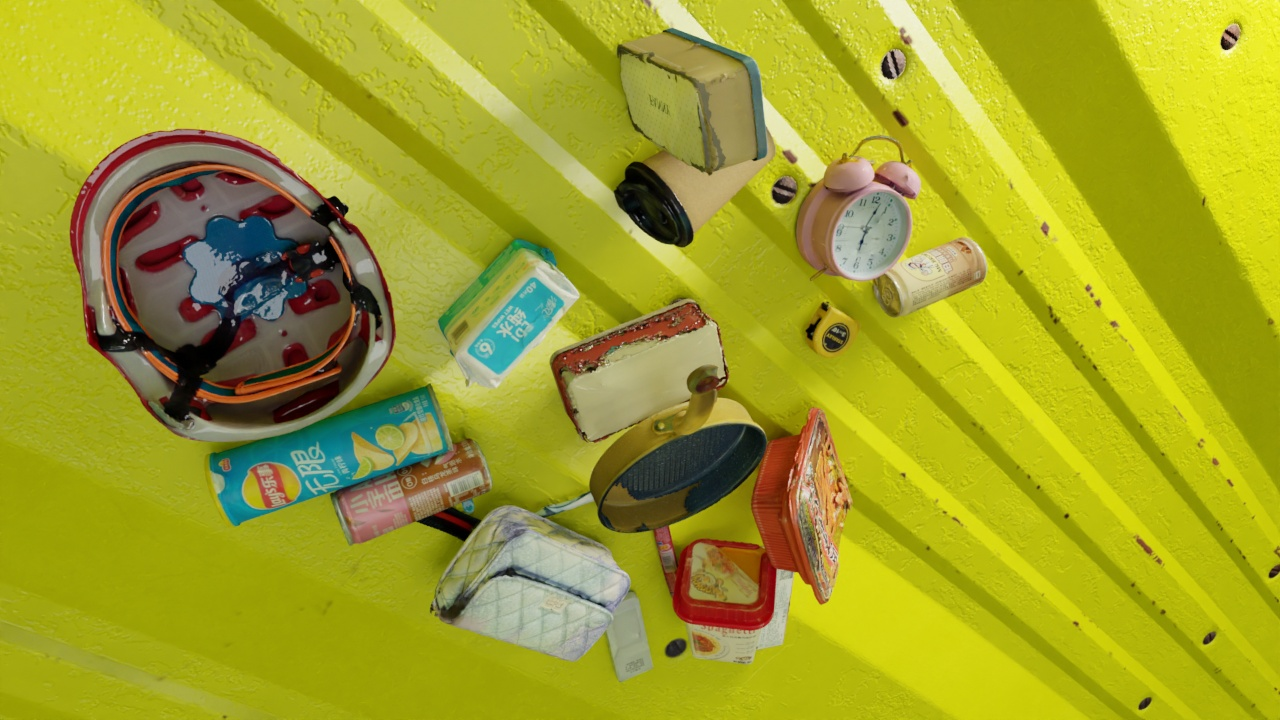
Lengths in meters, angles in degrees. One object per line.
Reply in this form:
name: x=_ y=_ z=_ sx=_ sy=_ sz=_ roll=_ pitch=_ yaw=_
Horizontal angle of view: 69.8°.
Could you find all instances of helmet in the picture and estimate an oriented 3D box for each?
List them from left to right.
helmet: x=-0.318 y=-0.064 z=0.730 sx=0.207 sy=0.144 sz=0.240 roll=-29 pitch=108 yaw=-8

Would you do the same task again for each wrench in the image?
wrench: x=-0.178 y=0.190 z=0.987 sx=0.056 sy=0.016 sz=0.273 roll=-50 pitch=123 yaw=0

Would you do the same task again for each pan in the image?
pan: x=0.044 y=0.083 z=0.905 sx=0.197 sy=0.078 sz=0.358 roll=-22 pitch=148 yaw=-12

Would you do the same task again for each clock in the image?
clock: x=0.232 y=-0.157 z=0.963 sx=0.117 sy=0.060 sz=0.159 roll=2 pitch=112 yaw=-25

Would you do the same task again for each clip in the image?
clip: x=-0.185 y=0.129 z=0.950 sx=0.013 sy=0.033 sz=0.054 roll=-19 pitch=107 yaw=-17

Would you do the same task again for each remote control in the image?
remote control: x=-0.017 y=0.340 z=1.126 sx=0.049 sy=0.024 sz=0.125 roll=-18 pitch=121 yaw=-13

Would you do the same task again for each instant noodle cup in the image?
instant noodle cup: x=0.101 y=0.292 z=1.094 sx=0.116 sy=0.116 sz=0.124 roll=4 pitch=130 yaw=9
instant noodle cup: x=0.187 y=0.164 z=1.061 sx=0.079 sy=0.188 sz=0.165 roll=-5 pitch=125 yaw=26

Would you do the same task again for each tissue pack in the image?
tissue pack: x=-0.124 y=-0.043 z=0.850 sx=0.140 sy=0.090 sz=0.063 roll=-47 pitch=123 yaw=3

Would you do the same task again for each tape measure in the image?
tape measure: x=0.214 y=-0.033 z=1.035 sx=0.060 sy=0.029 sz=0.057 roll=23 pitch=103 yaw=-31

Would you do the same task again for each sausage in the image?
sausage: x=0.034 y=0.241 z=1.101 sx=0.020 sy=0.020 sz=0.156 roll=-21 pitch=121 yaw=-13

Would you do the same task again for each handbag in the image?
handbag: x=-0.110 y=0.244 z=0.981 sx=0.193 sy=0.075 sz=0.134 roll=32 pitch=98 yaw=-39

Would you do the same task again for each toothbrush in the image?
toothbrush: x=-0.095 y=0.159 z=0.999 sx=0.191 sy=0.016 sz=0.018 roll=-16 pitch=103 yaw=-22

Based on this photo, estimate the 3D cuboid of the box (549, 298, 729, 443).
box: x=0.003 y=0.012 z=0.921 sx=0.168 sy=0.076 sz=0.091 roll=-23 pitch=122 yaw=-12

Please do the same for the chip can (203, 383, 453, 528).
chip can: x=-0.286 y=0.086 z=0.856 sx=0.210 sy=0.071 sz=0.071 roll=-19 pitch=121 yaw=-14

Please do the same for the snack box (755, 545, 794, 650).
snack box: x=0.156 y=0.308 z=1.182 sx=0.075 sy=0.026 sz=0.154 roll=-5 pitch=117 yaw=-20

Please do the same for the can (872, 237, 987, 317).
can: x=0.327 y=-0.094 z=1.035 sx=0.116 sy=0.058 sz=0.058 roll=-22 pitch=121 yaw=-12

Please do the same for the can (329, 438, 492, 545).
can: x=-0.222 y=0.127 z=0.897 sx=0.147 sy=0.058 sz=0.058 roll=-21 pitch=121 yaw=-18

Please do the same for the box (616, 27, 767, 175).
box: x=0.043 y=-0.221 z=0.777 sx=0.059 sy=0.184 sz=0.090 roll=-23 pitch=127 yaw=-16

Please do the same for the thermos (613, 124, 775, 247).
thermos: x=0.054 y=-0.175 z=0.866 sx=0.143 sy=0.093 sz=0.093 roll=-39 pitch=124 yaw=-11
